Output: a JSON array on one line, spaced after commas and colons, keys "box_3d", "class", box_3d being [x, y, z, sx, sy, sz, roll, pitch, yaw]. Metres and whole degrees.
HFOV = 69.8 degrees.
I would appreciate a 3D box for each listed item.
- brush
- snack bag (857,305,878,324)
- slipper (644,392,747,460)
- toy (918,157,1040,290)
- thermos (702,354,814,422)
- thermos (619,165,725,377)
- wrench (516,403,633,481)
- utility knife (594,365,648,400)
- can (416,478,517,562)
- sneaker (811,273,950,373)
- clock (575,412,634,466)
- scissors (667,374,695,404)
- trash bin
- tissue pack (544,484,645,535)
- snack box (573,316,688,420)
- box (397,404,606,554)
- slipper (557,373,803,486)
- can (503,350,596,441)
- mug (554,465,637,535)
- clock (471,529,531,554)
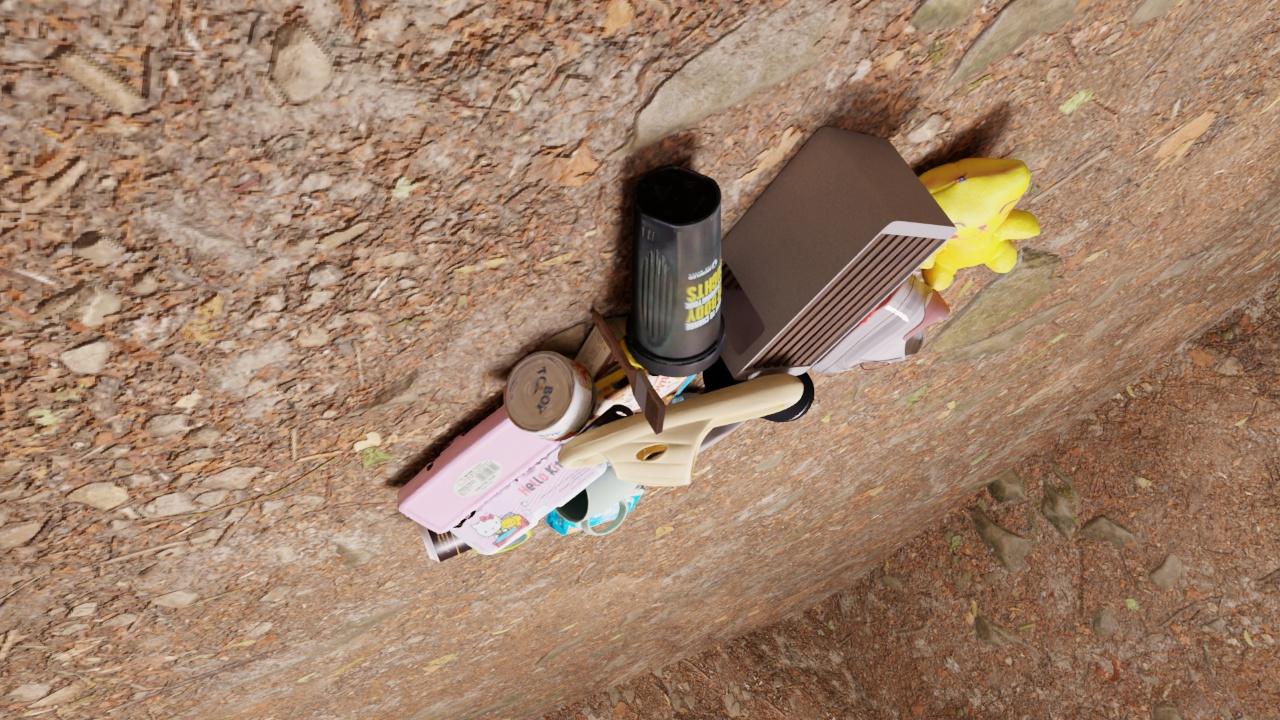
[{"box_3d": [-0.014, 0.004, 0.868, 0.008, 0.143, 0.045, -21, 146, -19], "class": "brush"}, {"box_3d": [0.238, -0.101, 0.998, 0.082, 0.082, 0.177, -17, 154, -22], "class": "snack bag"}, {"box_3d": [0.064, 0.082, 1.200, 0.113, 0.080, 0.265, -33, 173, 29], "class": "slipper"}, {"box_3d": [0.361, -0.160, 1.010, 0.135, 0.087, 0.194, -16, 155, 16], "class": "toy"}, {"box_3d": [0.159, 0.030, 1.164, 0.086, 0.086, 0.198, -37, 154, 18], "class": "thermos"}, {"box_3d": [0.030, -0.068, 0.825, 0.098, 0.098, 0.221, -22, 147, -13], "class": "thermos"}, {"box_3d": [-0.079, 0.107, 1.061, 0.073, 0.018, 0.274, 30, 144, -15], "class": "wrench"}, {"box_3d": [-0.041, 0.031, 0.948, 0.159, 0.017, 0.030, -27, 144, 7], "class": "utility knife"}, {"box_3d": [-0.205, 0.190, 1.118, 0.128, 0.072, 0.072, -21, 154, -16], "class": "can"}, {"box_3d": [0.295, -0.027, 1.129, 0.099, 0.089, 0.237, -58, -178, -25], "class": "sneaker"}, {"box_3d": [-0.044, 0.087, 1.107, 0.089, 0.052, 0.125, -31, 155, 9], "class": "clock"}, {"box_3d": [0.042, 0.040, 1.120, 0.117, 0.013, 0.140, -59, -175, -14], "class": "scissors"}, {"box_3d": [0.166, -0.096, 0.893, 0.114, 0.114, 0.230, -3, 146, -42], "class": "trash bin"}, {"box_3d": [-0.059, 0.190, 1.277, 0.144, 0.061, 0.093, -17, 153, -23], "class": "tissue pack"}, {"box_3d": [-0.006, 0.006, 1.001, 0.146, 0.041, 0.144, -9, 149, -35], "class": "snack box"}, {"box_3d": [-0.155, 0.137, 1.024, 0.202, 0.037, 0.152, -38, 121, 20], "class": "box"}, {"box_3d": [0.046, 0.083, 0.926, 0.261, 0.079, 0.111, -18, 165, 2], "class": "slipper"}, {"box_3d": [-0.091, 0.035, 0.918, 0.086, 0.086, 0.043, -35, 153, 14], "class": "can"}, {"box_3d": [-0.054, 0.170, 1.191, 0.103, 0.111, 0.084, -18, -172, -43], "class": "mug"}, {"box_3d": [-0.198, 0.220, 1.202, 0.119, 0.057, 0.083, -25, 156, 9], "class": "clock"}]
